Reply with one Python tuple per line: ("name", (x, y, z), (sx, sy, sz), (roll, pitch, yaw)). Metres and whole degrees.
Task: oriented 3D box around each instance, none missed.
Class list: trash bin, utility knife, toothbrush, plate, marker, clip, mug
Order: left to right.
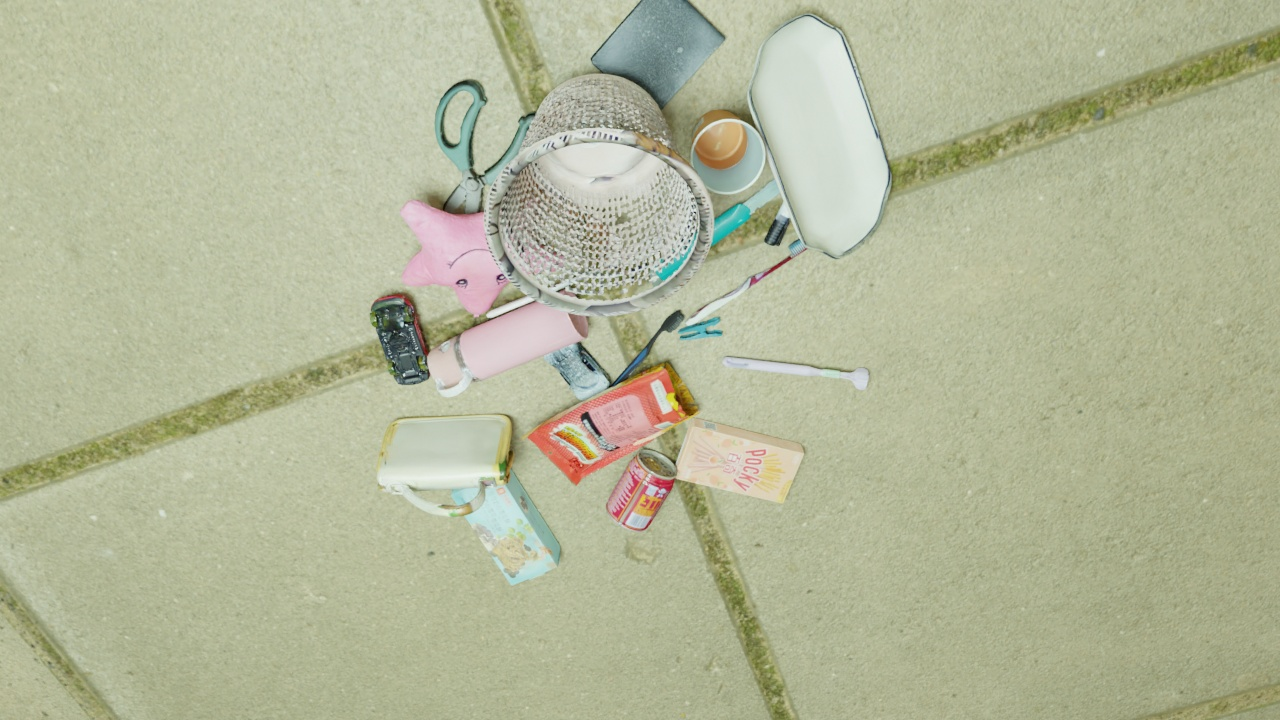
("toothbrush", (-0.106, -0.091, 1.118), (0.180, 0.016, 0.016), (-23, 104, 2))
("trash bin", (-0.044, -0.191, 0.967), (0.227, 0.191, 0.228), (-1, 135, -1))
("toothbrush", (-0.007, 0.007, 1.178), (0.016, 0.014, 0.190), (24, 116, -39))
("clip", (0.075, -0.038, 1.156), (0.057, 0.014, 0.048), (-14, 117, 4))
("utility knife", (0.092, -0.155, 1.101), (0.209, 0.013, 0.029), (-34, 109, 17))
("mug", (0.089, -0.235, 1.004), (0.078, 0.122, 0.078), (-1, 115, -1))
("toothbrush", (0.131, -0.097, 1.128), (0.188, 0.016, 0.017), (-33, 103, 14))
("toothbrush", (0.198, 0.012, 1.179), (0.189, 0.021, 0.029), (7, 77, -2))
("marker", (0.183, -0.194, 1.082), (0.022, 0.018, 0.131), (25, 113, -3))
("plate", (0.194, -0.243, 1.017), (0.161, 0.034, 0.266), (-39, 117, -24))

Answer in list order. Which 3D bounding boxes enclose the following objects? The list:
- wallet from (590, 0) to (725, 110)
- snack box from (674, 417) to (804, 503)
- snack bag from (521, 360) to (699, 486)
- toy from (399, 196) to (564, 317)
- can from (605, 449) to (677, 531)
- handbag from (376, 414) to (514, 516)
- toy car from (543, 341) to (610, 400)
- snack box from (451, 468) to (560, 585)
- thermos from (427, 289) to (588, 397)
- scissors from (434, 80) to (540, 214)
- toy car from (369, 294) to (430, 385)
("wallet", (0.018, -0.342, 1.011), (0.097, 0.019, 0.121), (39, 110, -18))
("snack box", (0.131, 0.135, 1.231), (0.157, 0.026, 0.085), (14, 114, -7))
("snack bag", (-0.035, 0.084, 1.185), (0.208, 0.073, 0.128), (-28, 134, 15))
("toy", (-0.184, -0.120, 1.082), (0.194, 0.074, 0.179), (-3, 138, -12))
("can", (0.002, 0.173, 1.226), (0.066, 0.066, 0.094), (24, 113, -11))
("handbag", (-0.244, 0.141, 1.149), (0.163, 0.178, 0.063), (-3, 120, -1))
("toy car", (-0.082, 0.010, 1.168), (0.049, 0.031, 0.105), (-34, 112, 15))
("snack box", (-0.182, 0.221, 1.254), (0.074, 0.051, 0.175), (-23, 114, 11))
("thermos", (-0.165, -0.016, 1.120), (0.199, 0.087, 0.067), (-21, 129, 13))
("scissors", (-0.167, -0.229, 1.062), (0.169, 0.019, 0.178), (6, 114, -4))
("toy car", (-0.297, -0.027, 1.140), (0.053, 0.045, 0.121), (-10, 120, 2))
